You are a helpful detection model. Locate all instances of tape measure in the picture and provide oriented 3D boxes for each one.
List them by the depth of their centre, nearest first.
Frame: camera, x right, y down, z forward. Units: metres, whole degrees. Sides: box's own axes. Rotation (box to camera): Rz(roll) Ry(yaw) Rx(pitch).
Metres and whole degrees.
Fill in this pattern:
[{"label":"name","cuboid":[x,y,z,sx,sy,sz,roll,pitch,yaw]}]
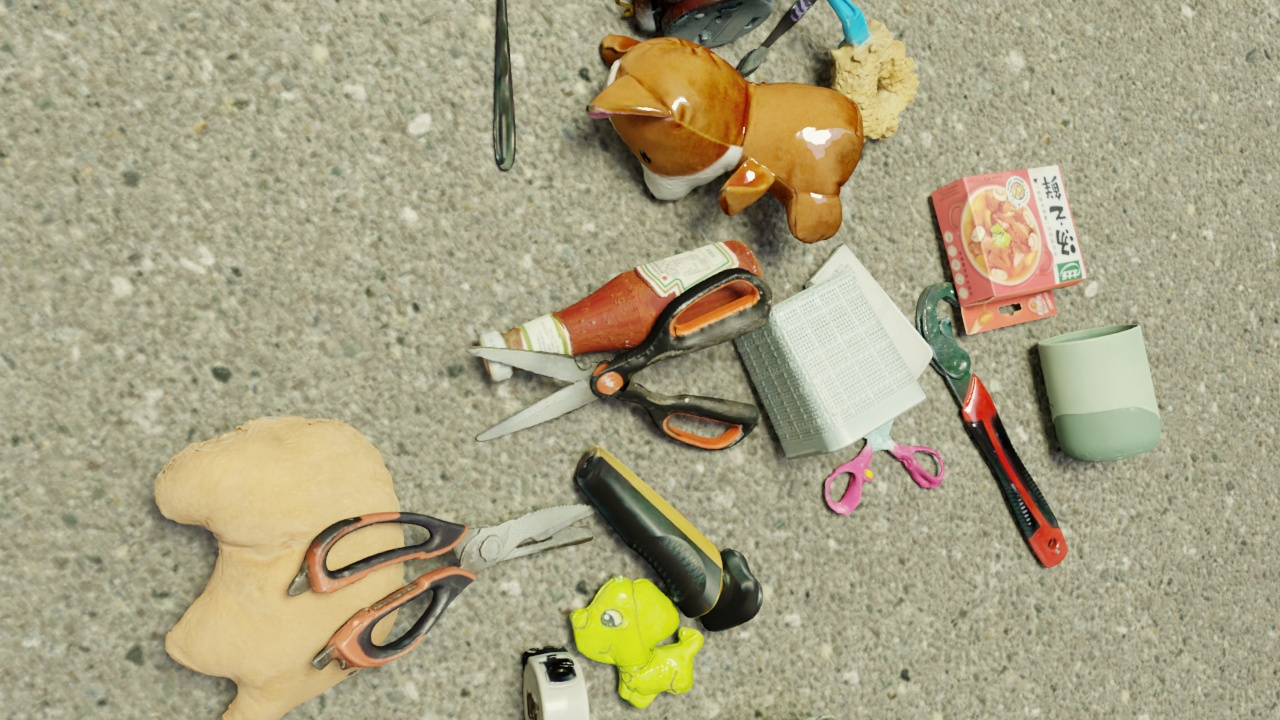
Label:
[{"label":"tape measure","cuboid":[-0.058,0.231,0.617,0.033,0.066,0.065,-3,89,-20]}]

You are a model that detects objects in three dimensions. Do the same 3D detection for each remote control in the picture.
[{"label":"remote control","cuboid":[0.188,-0.034,0.745,0.125,0.024,0.049,47,67,-11]}]

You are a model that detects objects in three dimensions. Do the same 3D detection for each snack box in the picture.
[{"label":"snack box","cuboid":[0.317,-0.095,0.779,0.113,0.044,0.127,-12,87,-25]}]

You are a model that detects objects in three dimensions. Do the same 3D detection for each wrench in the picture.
[{"label":"wrench","cuboid":[0.304,0.060,0.791,0.056,0.016,0.273,-29,97,-19]}]

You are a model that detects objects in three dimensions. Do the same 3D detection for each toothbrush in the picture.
[{"label":"toothbrush","cuboid":[-0.097,-0.225,0.651,0.015,0.018,0.181,-1,89,-24]},{"label":"toothbrush","cuboid":[0.135,-0.291,0.742,0.014,0.017,0.188,44,72,-14]}]

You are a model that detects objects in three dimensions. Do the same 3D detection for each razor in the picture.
[{"label":"razor","cuboid":[0.019,0.126,0.664,0.167,0.062,0.067,46,43,-8]}]

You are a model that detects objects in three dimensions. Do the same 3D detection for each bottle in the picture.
[{"label":"bottle","cuboid":[-0.013,-0.031,0.652,0.205,0.060,0.060,-19,94,-15]}]

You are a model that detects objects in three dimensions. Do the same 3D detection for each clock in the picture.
[{"label":"clock","cuboid":[0.040,-0.268,0.670,0.121,0.082,0.055,-13,88,-22]}]

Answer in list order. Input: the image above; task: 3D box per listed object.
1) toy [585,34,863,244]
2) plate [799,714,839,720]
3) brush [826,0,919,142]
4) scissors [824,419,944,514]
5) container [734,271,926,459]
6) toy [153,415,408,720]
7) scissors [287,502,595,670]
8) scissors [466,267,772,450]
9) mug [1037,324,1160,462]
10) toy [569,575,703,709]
[{"label":"toy","cuboid":[0.056,-0.164,0.662,0.199,0.140,0.131,22,121,-17]},{"label":"plate","cuboid":[0.073,0.371,0.643,0.162,0.034,0.265,40,71,-58]},{"label":"brush","cuboid":[0.141,-0.269,0.683,0.083,0.046,0.254,-47,127,-6]},{"label":"scissors","cuboid":[0.197,0.072,0.751,0.134,0.017,0.133,32,73,-12]},{"label":"container","cuboid":[0.136,0.003,0.687,0.090,0.090,0.111,-27,89,-20]},{"label":"toy","cuboid":[-0.211,0.146,0.559,0.143,0.083,0.226,-4,94,-24]},{"label":"scissors","cuboid":[-0.112,0.136,0.586,0.205,0.015,0.198,45,62,-37]},{"label":"scissors","cuboid":[0.001,0.015,0.639,0.221,0.021,0.227,-39,127,12]},{"label":"mug","cuboid":[0.404,0.026,0.803,0.111,0.082,0.106,-17,93,-53]},{"label":"toy","cuboid":[0.000,0.199,0.659,0.096,0.031,0.100,-12,96,-21]}]
